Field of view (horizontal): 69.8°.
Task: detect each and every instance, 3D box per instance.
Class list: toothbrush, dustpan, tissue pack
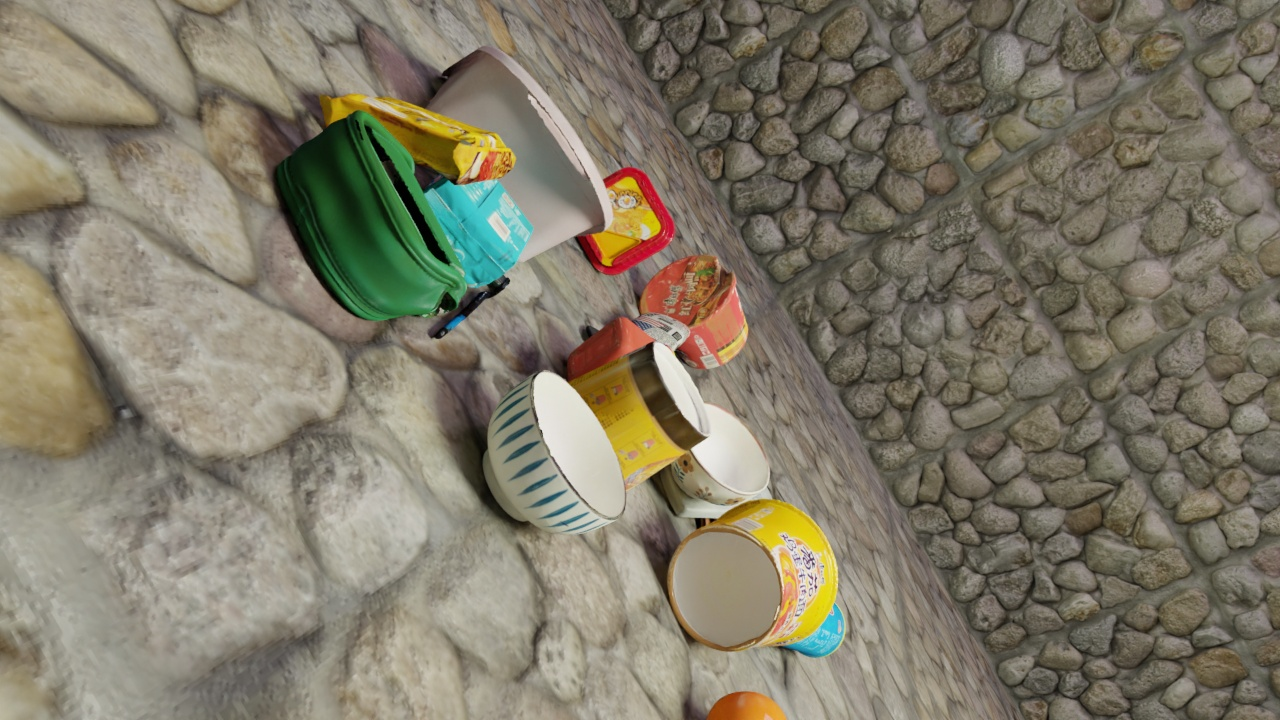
[{"bbox_3d":[-0.137,-0.048,0.752,0.016,0.014,0.189,56,16,-11],"label":"toothbrush"},{"bbox_3d":[-0.106,-0.215,0.927,0.222,0.139,0.272,53,17,-20],"label":"dustpan"},{"bbox_3d":[-0.144,-0.124,0.799,0.093,0.050,0.133,52,16,-17],"label":"tissue pack"}]

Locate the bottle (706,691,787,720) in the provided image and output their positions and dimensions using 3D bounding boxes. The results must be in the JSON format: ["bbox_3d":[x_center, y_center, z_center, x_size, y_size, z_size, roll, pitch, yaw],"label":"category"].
[{"bbox_3d":[0.081,0.322,0.673,0.067,0.067,0.149,51,25,-30],"label":"bottle"}]

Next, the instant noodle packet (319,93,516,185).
[{"bbox_3d":[-0.173,-0.174,0.717,0.128,0.044,0.110,21,12,5],"label":"instant noodle packet"}]

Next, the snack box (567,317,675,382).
[{"bbox_3d":[-0.019,0.011,0.878,0.080,0.091,0.081,43,21,-28],"label":"snack box"}]

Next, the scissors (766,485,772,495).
[{"bbox_3d":[0.156,0.211,1.186,0.233,0.022,0.220,52,18,-20],"label":"scissors"}]

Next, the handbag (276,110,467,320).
[{"bbox_3d":[-0.175,-0.092,0.624,0.131,0.068,0.120,62,7,13],"label":"handbag"}]

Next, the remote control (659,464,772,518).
[{"bbox_3d":[0.085,0.144,0.993,0.149,0.021,0.058,11,44,-41],"label":"remote control"}]

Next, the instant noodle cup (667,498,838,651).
[{"bbox_3d":[0.096,0.198,0.827,0.109,0.138,0.138,7,54,-61],"label":"instant noodle cup"}]

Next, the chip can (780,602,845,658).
[{"bbox_3d":[0.154,0.270,0.978,0.210,0.071,0.071,38,26,-53],"label":"chip can"}]

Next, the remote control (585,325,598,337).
[{"bbox_3d":[-0.006,0.006,1.002,0.136,0.024,0.053,31,11,-16],"label":"remote control"}]

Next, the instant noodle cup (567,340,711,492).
[{"bbox_3d":[-0.012,0.050,0.773,0.118,0.115,0.118,52,16,-23],"label":"instant noodle cup"}]

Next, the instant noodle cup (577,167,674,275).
[{"bbox_3d":[-0.021,-0.174,1.201,0.116,0.116,0.123,60,4,5],"label":"instant noodle cup"}]

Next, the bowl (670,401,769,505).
[{"bbox_3d":[0.071,0.105,0.943,0.113,0.062,0.113,26,37,-22],"label":"bowl"}]

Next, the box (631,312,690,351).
[{"bbox_3d":[0.021,-0.033,1.104,0.075,0.082,0.163,53,17,1],"label":"box"}]

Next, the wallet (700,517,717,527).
[{"bbox_3d":[0.102,0.184,1.039,0.108,0.031,0.131,47,21,-27],"label":"wallet"}]

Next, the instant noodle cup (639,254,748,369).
[{"bbox_3d":[0.080,-0.060,1.273,0.108,0.138,0.137,57,13,-44],"label":"instant noodle cup"}]

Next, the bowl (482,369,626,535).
[{"bbox_3d":[-0.068,0.072,0.643,0.116,0.066,0.116,54,17,-24],"label":"bowl"}]
